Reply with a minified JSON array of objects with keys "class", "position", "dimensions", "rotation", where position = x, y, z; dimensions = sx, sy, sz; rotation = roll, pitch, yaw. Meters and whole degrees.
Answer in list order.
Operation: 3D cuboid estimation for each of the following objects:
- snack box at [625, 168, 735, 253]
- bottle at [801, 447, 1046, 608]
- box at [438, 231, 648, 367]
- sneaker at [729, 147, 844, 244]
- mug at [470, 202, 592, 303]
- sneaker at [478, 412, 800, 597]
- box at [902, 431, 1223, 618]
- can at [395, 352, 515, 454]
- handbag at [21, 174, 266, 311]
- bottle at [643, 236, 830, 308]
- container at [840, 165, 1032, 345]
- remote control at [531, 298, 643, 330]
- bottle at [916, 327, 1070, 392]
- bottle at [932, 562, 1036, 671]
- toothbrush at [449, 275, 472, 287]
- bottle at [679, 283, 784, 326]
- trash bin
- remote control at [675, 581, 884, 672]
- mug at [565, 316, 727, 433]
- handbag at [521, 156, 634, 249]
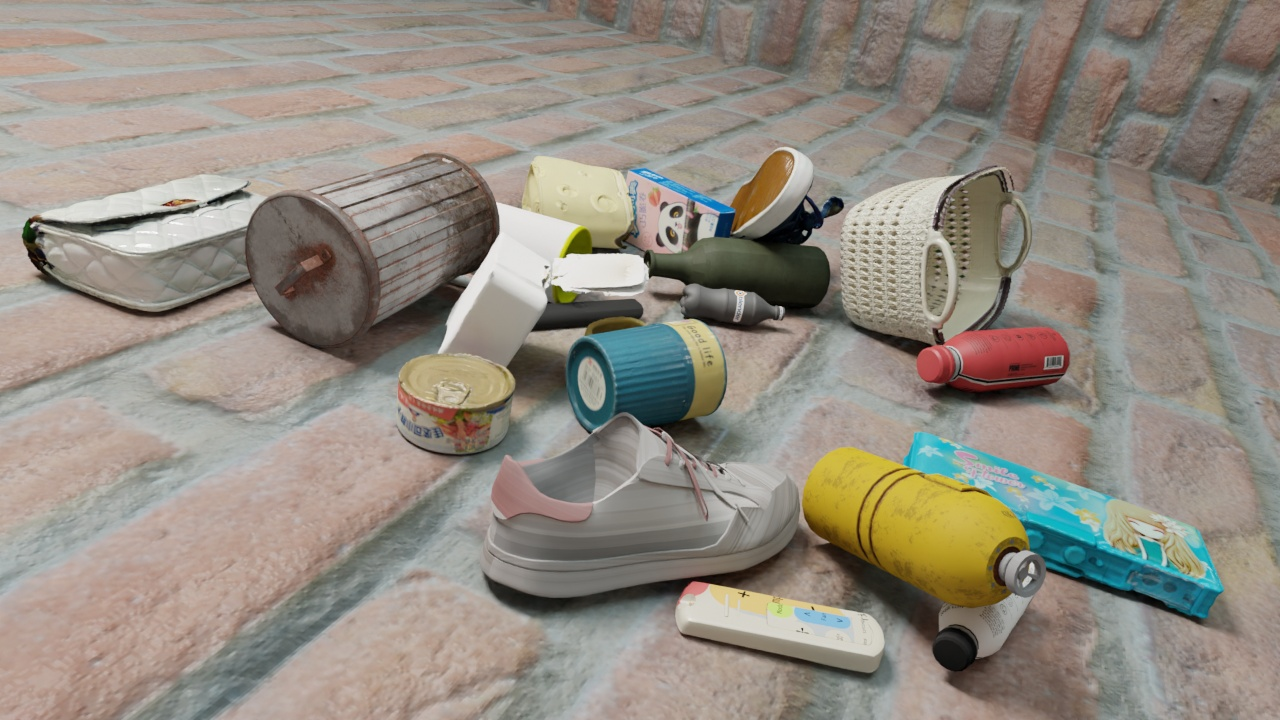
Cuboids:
[{"class":"snack box","position":[0.039,-0.165,1.099],"dimensions":[0.033,0.088,0.154],"rotation":[-15,37,-44]},{"class":"bottle","position":[0.180,0.106,0.582],"dimensions":[0.071,0.071,0.164],"rotation":[-2,10,-27]},{"class":"box","position":[-0.088,-0.061,0.768],"dimensions":[0.101,0.189,0.111],"rotation":[51,16,-25]},{"class":"sneaker","position":[0.179,-0.174,1.087],"dimensions":[0.127,0.120,0.294],"rotation":[26,-1,-3]},{"class":"mug","position":[-0.113,-0.109,0.932],"dimensions":[0.106,0.083,0.082],"rotation":[19,27,15]},{"class":"sneaker","position":[0.012,0.080,0.591],"dimensions":[0.235,0.089,0.099],"rotation":[-6,23,-31]},{"class":"box","position":[0.315,0.123,0.708],"dimensions":[0.227,0.039,0.094],"rotation":[20,26,12]},{"class":"can","position":[-0.139,0.030,0.688],"dimensions":[0.086,0.043,0.086],"rotation":[9,26,-5]},{"class":"handbag","position":[-0.422,-0.117,0.827],"dimensions":[0.139,0.073,0.194],"rotation":[18,27,14]},{"class":"bottle","position":[0.104,-0.099,1.015],"dimensions":[0.206,0.072,0.071],"rotation":[3,28,-18]},{"class":"container","position":[0.330,-0.118,1.031],"dimensions":[0.143,0.185,0.250],"rotation":[7,22,38]},{"class":"remote control","position":[-0.065,-0.047,0.903],"dimensions":[0.146,0.015,0.033],"rotation":[-6,32,-32]},{"class":"bottle","position":[0.357,0.000,0.937],"dimensions":[0.176,0.062,0.062],"rotation":[-4,31,-29]},{"class":"bottle","position":[0.218,0.160,0.585],"dimensions":[0.041,0.041,0.115],"rotation":[28,31,29]},{"class":"toothbrush","position":[-0.194,-0.084,0.927],"dimensions":[0.187,0.012,0.017],"rotation":[18,40,11]},{"class":"bottle","position":[0.098,-0.056,0.967],"dimensions":[0.110,0.036,0.036],"rotation":[8,27,-9]},{"class":"trash bin","position":[-0.231,-0.103,0.805],"dimensions":[0.131,0.131,0.210],"rotation":[21,30,17]},{"class":"remote control","position":[0.084,0.161,0.555],"dimensions":[0.125,0.018,0.038],"rotation":[11,26,2]},{"class":"mug","position":[-0.004,0.004,0.751],"dimensions":[0.107,0.083,0.113],"rotation":[-11,42,-32]},{"class":"handbag","position":[-0.073,-0.179,1.090],"dimensions":[0.119,0.081,0.111],"rotation":[4,40,-21]}]
